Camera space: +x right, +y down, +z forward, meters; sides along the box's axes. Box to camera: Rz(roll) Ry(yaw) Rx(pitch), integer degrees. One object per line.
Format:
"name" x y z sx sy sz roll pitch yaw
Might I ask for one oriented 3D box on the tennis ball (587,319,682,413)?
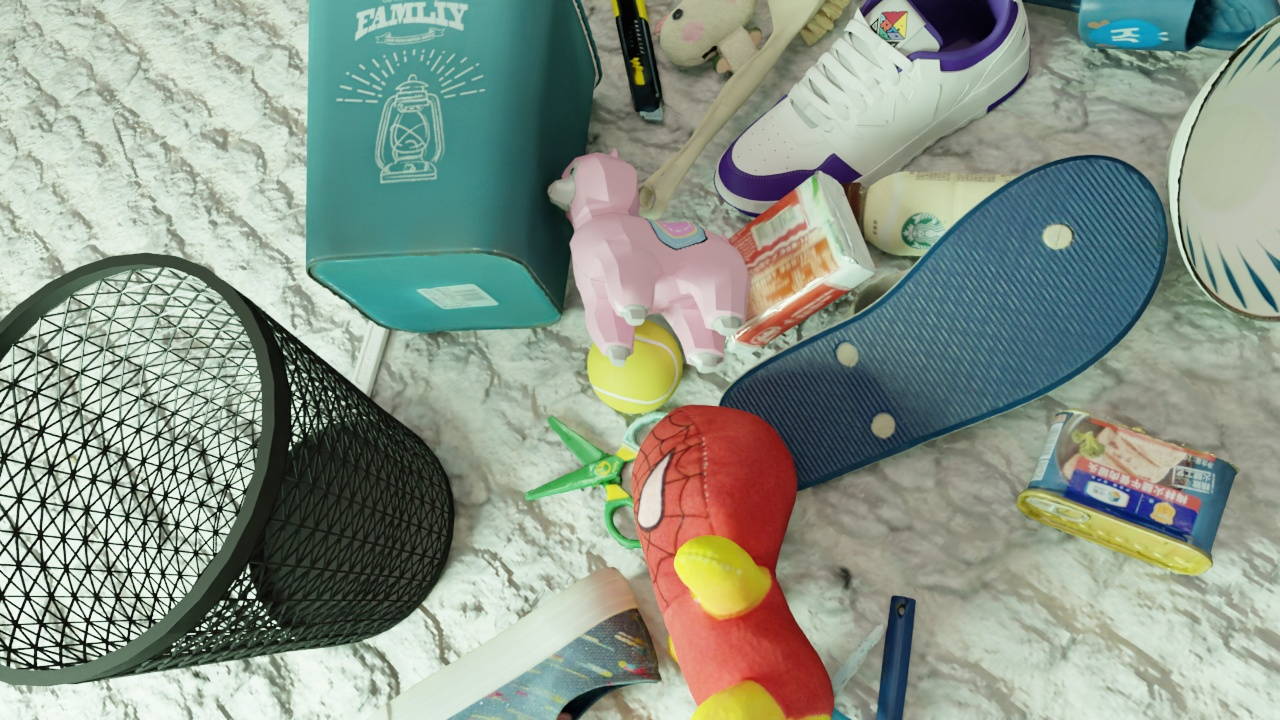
"tennis ball" -0.004 0.004 0.628 0.065 0.065 0.065 -7 66 15

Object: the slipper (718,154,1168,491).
"slipper" 0.183 -0.010 0.574 0.295 0.060 0.118 -33 77 18

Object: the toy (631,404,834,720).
"toy" 0.047 0.124 0.527 0.098 0.148 0.216 2 59 -14

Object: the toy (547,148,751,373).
"toy" 0.004 -0.071 0.599 0.123 0.067 0.157 3 53 -17

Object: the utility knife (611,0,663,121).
"utility knife" -0.003 -0.267 0.771 0.029 0.020 0.174 -19 65 17

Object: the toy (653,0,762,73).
"toy" 0.057 -0.271 0.740 0.087 0.050 0.112 -39 56 -1

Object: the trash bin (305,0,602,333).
"trash bin" -0.136 -0.147 0.670 0.197 0.199 0.218 -2 74 10

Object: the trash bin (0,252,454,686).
"trash bin" -0.242 0.085 0.563 0.217 0.243 0.216 -5 70 15

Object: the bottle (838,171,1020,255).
"bottle" 0.208 -0.096 0.609 0.162 0.056 0.056 5 69 20

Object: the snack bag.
"snack bag" 0.095 -0.063 0.614 0.116 0.036 0.077 -35 57 36

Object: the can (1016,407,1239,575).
"can" 0.273 0.072 0.517 0.100 0.054 0.059 20 74 24

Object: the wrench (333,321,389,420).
"wrench" -0.203 -0.068 0.755 0.047 0.009 0.273 4 69 19

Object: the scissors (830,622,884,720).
"scissors" 0.100 0.205 0.529 0.133 0.014 0.127 -44 52 4

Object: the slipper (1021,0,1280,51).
"slipper" 0.315 -0.243 0.623 0.214 0.103 0.059 30 100 34

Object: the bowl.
"bowl" 0.367 -0.117 0.541 0.177 0.177 0.071 -37 21 0

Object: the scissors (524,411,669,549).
"scissors" -0.018 0.072 0.635 0.127 0.011 0.125 -46 64 -6

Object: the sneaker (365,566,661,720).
"sneaker" -0.091 0.223 0.556 0.235 0.087 0.079 -35 67 -2

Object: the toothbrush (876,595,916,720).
"toothbrush" 0.136 0.227 0.515 0.016 0.017 0.189 6 70 20

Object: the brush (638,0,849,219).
"brush" 0.077 -0.212 0.686 0.271 0.077 0.062 -57 29 -13

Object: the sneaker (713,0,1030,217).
"sneaker" 0.158 -0.189 0.633 0.244 0.111 0.091 -30 62 4
